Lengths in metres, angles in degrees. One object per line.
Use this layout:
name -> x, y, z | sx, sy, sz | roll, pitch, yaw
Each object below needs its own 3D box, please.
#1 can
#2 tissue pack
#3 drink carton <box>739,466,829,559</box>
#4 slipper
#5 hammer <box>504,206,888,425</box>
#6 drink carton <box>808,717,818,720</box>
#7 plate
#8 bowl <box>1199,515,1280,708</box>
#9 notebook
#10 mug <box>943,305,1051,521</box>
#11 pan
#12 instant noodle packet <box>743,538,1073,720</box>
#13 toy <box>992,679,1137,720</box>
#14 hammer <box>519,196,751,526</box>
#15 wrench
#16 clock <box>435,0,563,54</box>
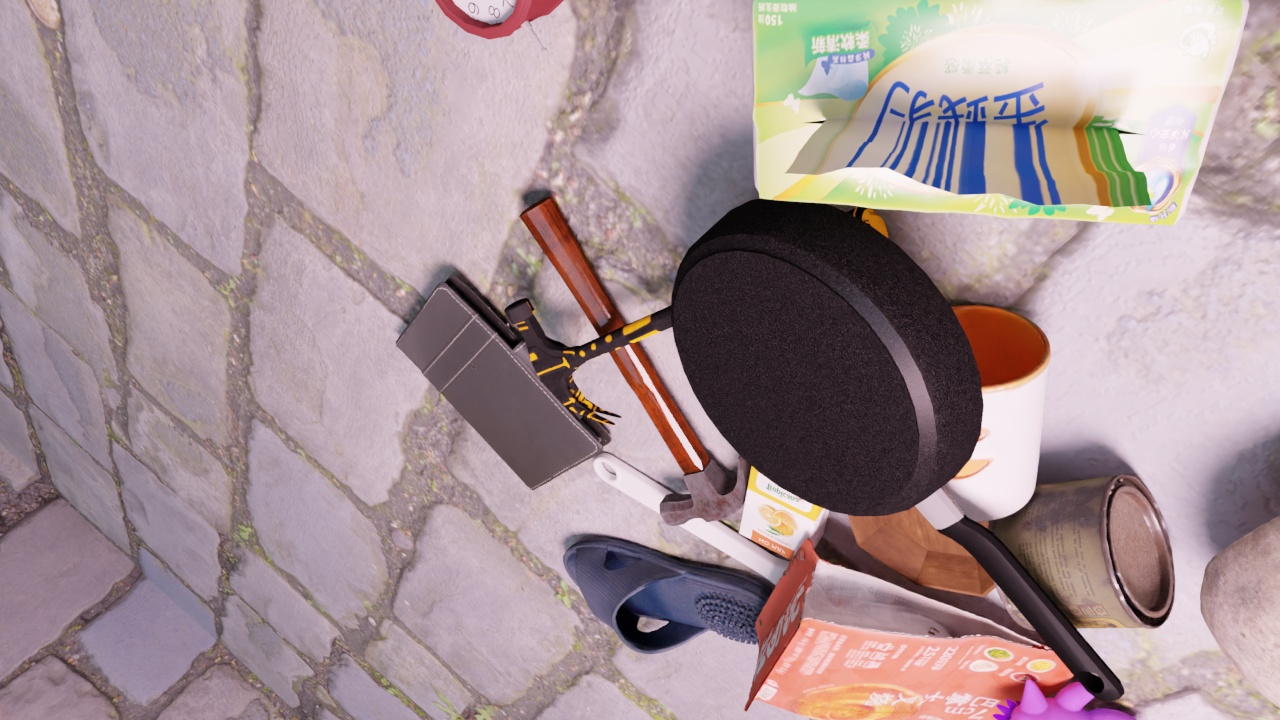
can -> 0.270, 0.118, 0.562 | 0.075, 0.089, 0.090 | -19, 111, 47
tissue pack -> 0.142, -0.109, 0.398 | 0.198, 0.141, 0.120 | 2, 129, 21
drink carton -> 0.117, 0.102, 0.715 | 0.058, 0.040, 0.123 | 25, 137, 22
slipper -> 0.017, 0.246, 0.898 | 0.264, 0.082, 0.101 | 2, 128, 39
hammer -> 0.032, -0.032, 0.648 | 0.322, 0.036, 0.123 | -20, 108, 42
drink carton -> 0.213, 0.337, 0.841 | 0.129, 0.044, 0.038 | -16, 113, 45
plate -> 0.210, 0.112, 0.656 | 0.131, 0.025, 0.131 | 23, 137, 23
bowl -> 0.384, 0.144, 0.452 | 0.178, 0.081, 0.179 | 9, 136, 9
notebook -> -0.136, 0.026, 0.874 | 0.209, 0.029, 0.170 | 46, 143, -8
mug -> 0.198, 0.032, 0.552 | 0.082, 0.082, 0.105 | 13, 132, 32
pan -> 0.146, 0.063, 0.532 | 0.355, 0.044, 0.205 | 51, 150, 6
instant noodle packet -> 0.208, 0.241, 0.721 | 0.221, 0.083, 0.165 | 15, 138, 2
toy -> 0.313, 0.283, 0.687 | 0.088, 0.056, 0.106 | 18, 95, -6
hammer -> -0.004, 0.004, 0.736 | 0.111, 0.028, 0.301 | -19, 109, 41
wrench -> 0.070, 0.157, 0.824 | 0.273, 0.018, 0.066 | 29, 139, 19
clock -> -0.101, -0.259, 0.575 | 0.137, 0.048, 0.096 | 32, 139, 12
